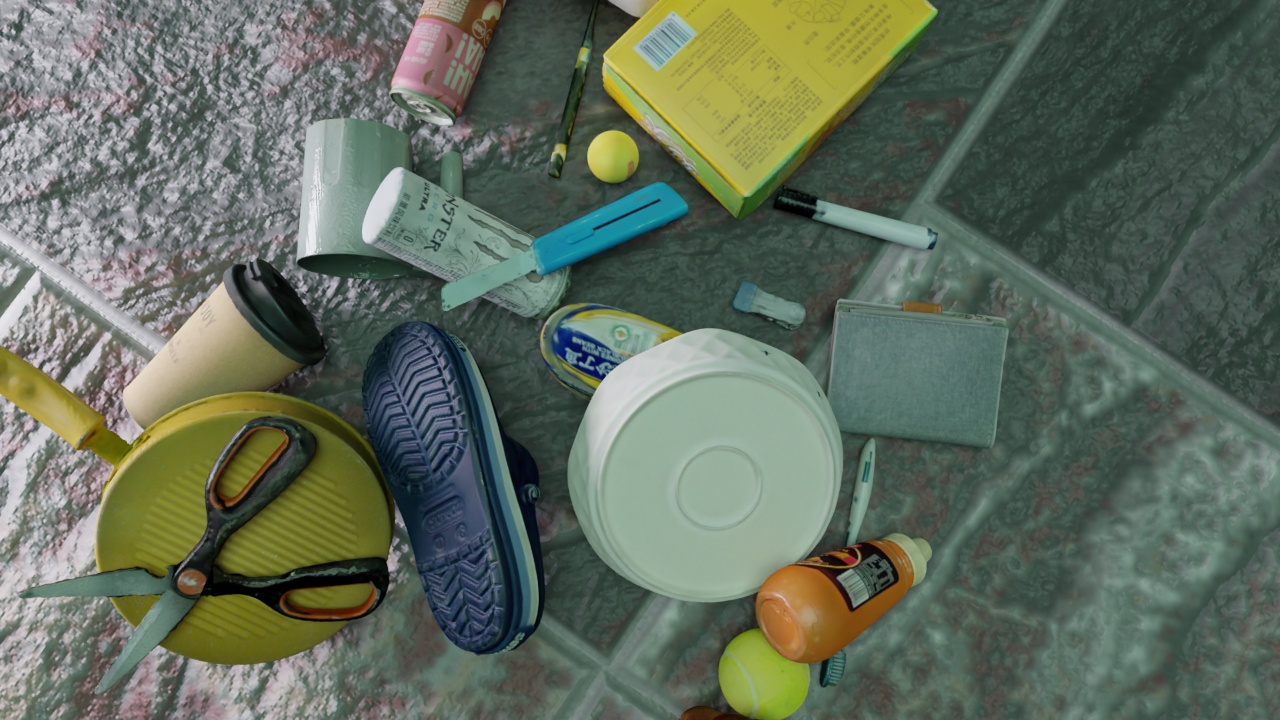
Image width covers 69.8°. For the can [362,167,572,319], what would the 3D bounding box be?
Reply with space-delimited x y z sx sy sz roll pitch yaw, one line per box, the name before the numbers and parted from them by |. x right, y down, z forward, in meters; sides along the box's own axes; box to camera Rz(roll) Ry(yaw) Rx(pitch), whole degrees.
can | -0.124 -0.082 0.668 0.146 0.058 0.058 26 83 -32

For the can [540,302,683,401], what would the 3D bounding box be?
can | -0.004 0.004 0.697 0.148 0.049 0.074 21 85 2

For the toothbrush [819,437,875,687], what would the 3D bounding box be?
toothbrush | 0.161 0.153 0.698 0.018 0.016 0.191 13 84 -9

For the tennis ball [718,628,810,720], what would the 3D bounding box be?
tennis ball | 0.089 0.227 0.664 0.065 0.065 0.065 0 84 0

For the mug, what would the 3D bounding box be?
mug | -0.196 -0.119 0.703 0.123 0.084 0.103 3 82 -25

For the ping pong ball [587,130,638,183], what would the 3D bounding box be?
ping pong ball | -0.021 -0.159 0.719 0.040 0.040 0.040 0 84 0

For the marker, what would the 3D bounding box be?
marker | 0.170 -0.113 0.726 0.131 0.018 0.022 15 75 2

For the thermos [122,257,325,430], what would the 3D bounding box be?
thermos | -0.308 -0.003 0.683 0.143 0.093 0.093 -39 85 3

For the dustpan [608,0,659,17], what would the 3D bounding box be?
dustpan | -0.020 -0.382 0.684 0.222 0.143 0.257 33 81 3

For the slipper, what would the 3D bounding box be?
slipper | -0.119 0.081 0.659 0.105 0.095 0.252 -35 65 27

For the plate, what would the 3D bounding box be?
plate | 0.052 0.083 0.656 0.205 0.045 0.205 -2 104 -7

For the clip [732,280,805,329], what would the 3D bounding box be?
clip | 0.101 -0.042 0.717 0.058 0.036 0.025 24 82 3

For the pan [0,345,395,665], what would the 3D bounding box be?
pan | -0.339 0.073 0.635 0.357 0.078 0.197 37 90 -22

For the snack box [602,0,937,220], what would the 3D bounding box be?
snack box | 0.097 -0.238 0.713 0.210 0.070 0.157 -45 85 -5

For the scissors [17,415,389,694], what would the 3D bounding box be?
scissors | -0.278 0.139 0.617 0.232 0.022 0.221 21 97 -22

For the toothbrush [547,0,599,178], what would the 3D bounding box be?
toothbrush | -0.044 -0.235 0.742 0.017 0.012 0.185 15 84 -9

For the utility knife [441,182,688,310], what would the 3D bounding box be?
utility knife | -0.053 -0.084 0.671 0.222 0.018 0.034 -30 84 -32

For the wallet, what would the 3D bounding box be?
wallet | 0.209 0.008 0.704 0.130 0.037 0.106 6 94 2

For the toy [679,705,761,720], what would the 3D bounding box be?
toy | 0.101 0.335 0.629 0.199 0.131 0.139 34 46 -7

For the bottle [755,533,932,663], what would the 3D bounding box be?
bottle | 0.154 0.160 0.655 0.149 0.067 0.066 -17 83 -31

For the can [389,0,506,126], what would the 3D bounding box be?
can | -0.145 -0.263 0.722 0.058 0.058 0.147 20 84 2
